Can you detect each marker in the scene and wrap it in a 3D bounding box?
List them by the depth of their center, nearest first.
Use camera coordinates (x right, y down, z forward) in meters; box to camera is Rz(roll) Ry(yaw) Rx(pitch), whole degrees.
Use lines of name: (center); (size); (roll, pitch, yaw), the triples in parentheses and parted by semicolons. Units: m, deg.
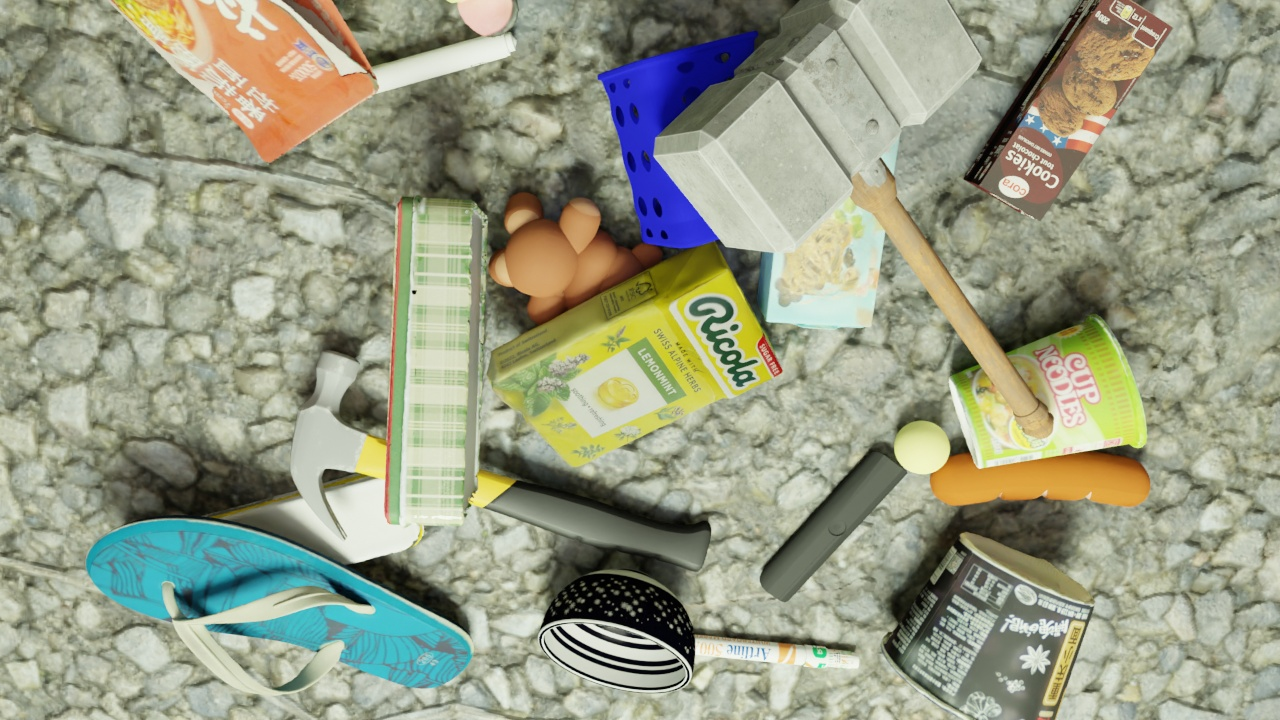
marker: (-0.146, -0.194, 0.608); (0.133, 0.020, 0.017); (-14, 118, 4)
marker: (0.108, 0.242, 0.760); (0.145, 0.017, 0.017); (6, 108, -3)

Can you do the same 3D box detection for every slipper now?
slipper: (-0.263, 0.197, 0.690); (0.294, 0.060, 0.118); (28, 114, -22)

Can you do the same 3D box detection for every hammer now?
hammer: (0.170, -0.062, 0.555); (0.162, 0.083, 0.317); (-45, 111, -7)
hammer: (-0.100, 0.102, 0.690); (0.323, 0.029, 0.127); (19, 82, -11)

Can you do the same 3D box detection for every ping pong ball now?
ping pong ball: (0.211, 0.065, 0.689); (0.040, 0.040, 0.040); (0, 109, -1)

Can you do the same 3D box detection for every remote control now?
remote control: (0.151, 0.132, 0.724); (0.033, 0.015, 0.147); (36, 105, -12)

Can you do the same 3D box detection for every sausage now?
sausage: (0.304, 0.089, 0.698); (0.164, 0.039, 0.044); (0, 109, -1)

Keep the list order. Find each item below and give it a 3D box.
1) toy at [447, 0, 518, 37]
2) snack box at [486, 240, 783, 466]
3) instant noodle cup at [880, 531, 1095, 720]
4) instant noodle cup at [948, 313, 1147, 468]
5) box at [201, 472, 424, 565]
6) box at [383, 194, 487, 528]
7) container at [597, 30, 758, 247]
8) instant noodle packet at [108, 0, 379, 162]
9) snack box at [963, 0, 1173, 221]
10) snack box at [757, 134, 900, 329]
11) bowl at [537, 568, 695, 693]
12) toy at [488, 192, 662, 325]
toy: (-0.130, -0.293, 0.534); (0.196, 0.107, 0.151); (28, 125, -19)
snack box: (-0.004, 0.004, 0.640); (0.181, 0.045, 0.121); (-26, 137, 9)
instant noodle cup: (0.268, 0.202, 0.693); (0.137, 0.137, 0.112); (22, 99, -8)
instant noodle cup: (0.284, 0.029, 0.654); (0.108, 0.098, 0.099); (-17, 108, 13)
box: (-0.271, 0.136, 0.711); (0.210, 0.037, 0.064); (-15, 106, 5)
box: (-0.131, -0.001, 0.603); (0.051, 0.117, 0.205); (3, 95, -6)
container: (0.035, -0.138, 0.584); (0.085, 0.084, 0.114); (-20, 107, -16)
instant noodle packet: (-0.259, -0.230, 0.539); (0.165, 0.083, 0.221); (-9, 126, 44)
snack box: (0.283, -0.169, 0.614); (0.051, 0.031, 0.141); (27, 106, -9)
snack box: (0.127, -0.111, 0.622); (0.075, 0.053, 0.175); (3, 109, -3)
bowl: (-0.013, 0.201, 0.713); (0.120, 0.066, 0.120); (10, 140, 8)
toy: (-0.038, -0.065, 0.640); (0.127, 0.065, 0.095); (16, 111, -17)
